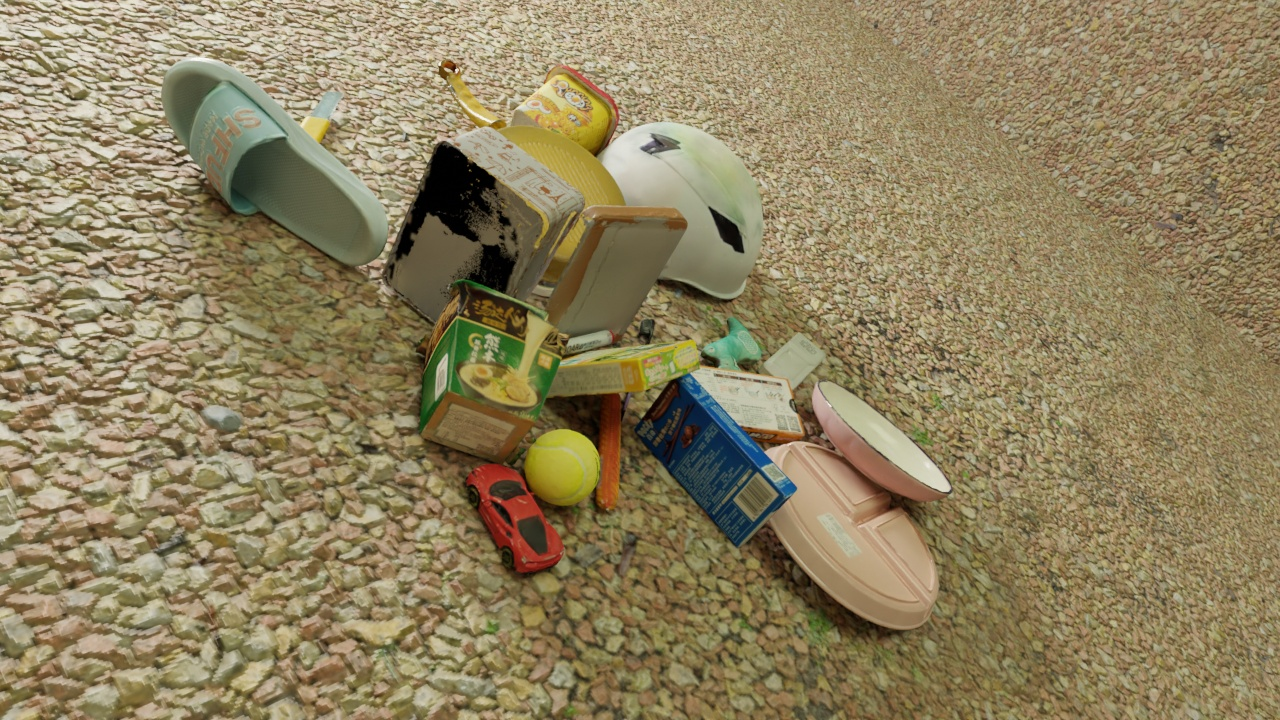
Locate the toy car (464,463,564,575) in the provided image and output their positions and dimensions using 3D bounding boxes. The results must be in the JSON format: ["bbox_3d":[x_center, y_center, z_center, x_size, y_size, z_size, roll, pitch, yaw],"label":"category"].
[{"bbox_3d":[-0.104,0.126,0.751,0.049,0.031,0.106,-6,50,-44],"label":"toy car"}]

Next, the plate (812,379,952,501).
[{"bbox_3d":[0.267,0.097,1.047,0.192,0.039,0.192,34,17,-12],"label":"plate"}]

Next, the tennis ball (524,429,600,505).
[{"bbox_3d":[-0.067,0.092,0.789,0.065,0.066,0.065,22,37,-18],"label":"tennis ball"}]

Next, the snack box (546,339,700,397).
[{"bbox_3d":[-0.024,0.008,0.871,0.086,0.141,0.034,-19,98,-49],"label":"snack box"}]

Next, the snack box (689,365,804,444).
[{"bbox_3d":[0.108,0.049,1.007,0.153,0.026,0.075,8,53,-31],"label":"snack box"}]

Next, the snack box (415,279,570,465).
[{"bbox_3d":[-0.135,0.018,0.792,0.117,0.119,0.105,22,47,-18],"label":"snack box"}]

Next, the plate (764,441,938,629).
[{"bbox_3d":[0.216,0.169,0.937,0.229,0.028,0.229,28,30,-18],"label":"plate"}]

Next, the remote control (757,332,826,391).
[{"bbox_3d":[0.190,0.003,1.140,0.049,0.024,0.124,42,35,10],"label":"remote control"}]

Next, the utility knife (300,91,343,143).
[{"bbox_3d":[-0.355,-0.238,0.988,0.033,0.015,0.222,21,39,-17],"label":"utility knife"}]

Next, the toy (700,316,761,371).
[{"bbox_3d":[0.110,-0.004,1.082,0.091,0.030,0.096,-22,70,-45],"label":"toy"}]

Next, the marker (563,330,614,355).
[{"bbox_3d":[-0.086,-0.011,0.920,0.145,0.017,0.017,-14,57,-37],"label":"marker"}]

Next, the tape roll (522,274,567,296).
[{"bbox_3d":[-0.109,-0.108,1.023,0.085,0.014,0.085,15,49,-19],"label":"tape roll"}]

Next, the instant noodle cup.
[{"bbox_3d":[-0.109,-0.300,1.189,0.116,0.116,0.123,39,47,5],"label":"instant noodle cup"}]

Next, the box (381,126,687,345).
[{"bbox_3d":[-0.099,-0.098,0.889,0.269,0.180,0.136,19,36,-21],"label":"box"}]

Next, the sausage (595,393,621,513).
[{"bbox_3d":[-0.030,0.081,0.871,0.021,0.022,0.164,22,37,-17],"label":"sausage"}]

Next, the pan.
[{"bbox_3d":[-0.149,-0.236,1.063,0.197,0.078,0.357,-13,68,-40],"label":"pan"}]

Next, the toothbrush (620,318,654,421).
[{"bbox_3d":[-0.006,0.006,0.987,0.017,0.014,0.188,23,36,-4],"label":"toothbrush"}]

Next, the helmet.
[{"bbox_3d":[0.063,-0.212,1.184,0.258,0.146,0.228,40,36,7],"label":"helmet"}]

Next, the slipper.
[{"bbox_3d":[-0.346,-0.172,0.850,0.245,0.104,0.074,39,37,-5],"label":"slipper"}]

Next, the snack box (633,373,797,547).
[{"bbox_3d":[0.069,0.094,0.880,0.157,0.085,0.026,48,37,18],"label":"snack box"}]
